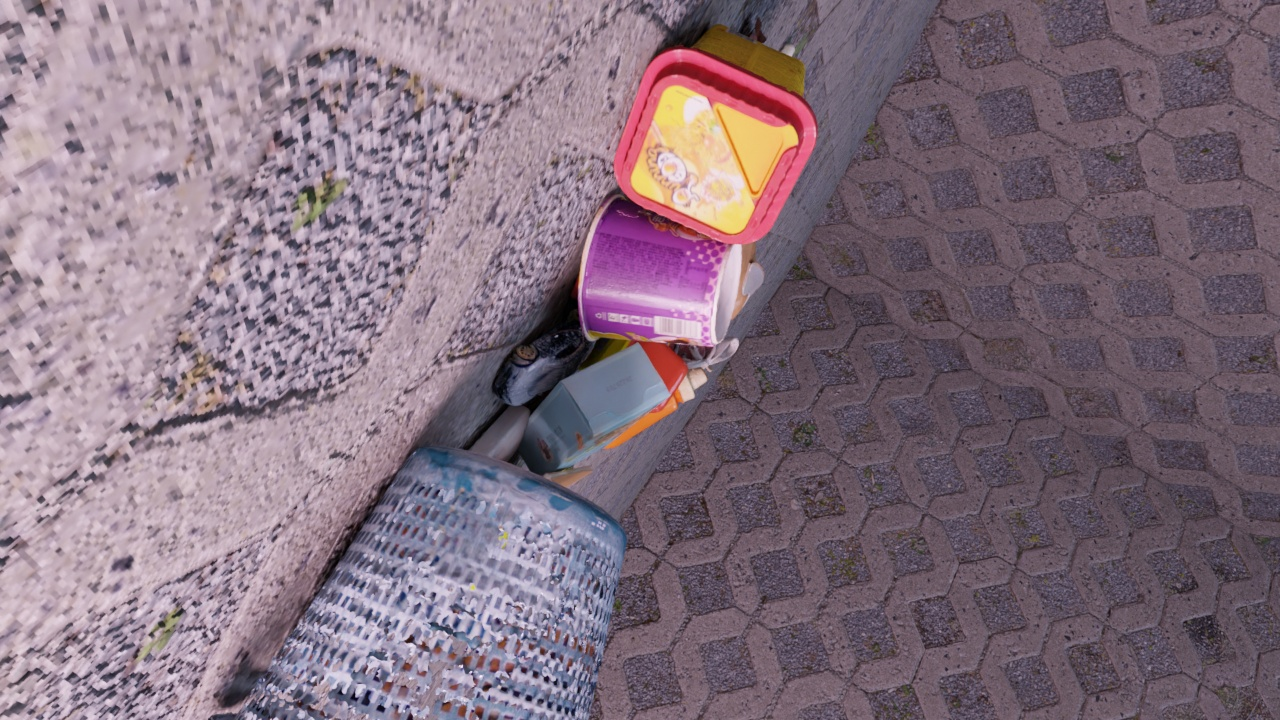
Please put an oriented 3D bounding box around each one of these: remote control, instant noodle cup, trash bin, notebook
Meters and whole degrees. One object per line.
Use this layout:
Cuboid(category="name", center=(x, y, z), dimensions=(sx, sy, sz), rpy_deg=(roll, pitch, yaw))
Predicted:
Cuboid(category="remote control", center=(-0.135, 0.092, 0.705), dimensions=(0.149, 0.021, 0.058), rpy_deg=(-50, 169, -45))
Cuboid(category="instant noodle cup", center=(0.018, -0.060, 0.673), dimensions=(0.111, 0.099, 0.111), rpy_deg=(12, 89, -77))
Cuboid(category="trash bin", center=(-0.109, 0.168, 0.563), dimensions=(0.227, 0.226, 0.194), rpy_deg=(101, 10, -70))
Cuboid(category="instant noodle cup", center=(0.057, -0.161, 0.624), dimensions=(0.123, 0.116, 0.116), rpy_deg=(-67, -179, -48))
Cuboid(category="notebook", center=(-0.120, 0.135, 0.801), dimensions=(0.148, 0.008, 0.207), rpy_deg=(-32, 173, 3))

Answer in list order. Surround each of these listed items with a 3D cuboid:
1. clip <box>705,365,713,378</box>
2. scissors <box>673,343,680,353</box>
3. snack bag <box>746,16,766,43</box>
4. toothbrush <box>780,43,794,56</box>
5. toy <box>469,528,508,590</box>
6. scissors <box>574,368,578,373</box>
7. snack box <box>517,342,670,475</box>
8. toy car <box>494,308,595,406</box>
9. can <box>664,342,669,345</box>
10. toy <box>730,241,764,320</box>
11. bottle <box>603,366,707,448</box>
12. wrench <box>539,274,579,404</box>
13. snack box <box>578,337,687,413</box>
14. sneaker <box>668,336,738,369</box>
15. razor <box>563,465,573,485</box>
Cuboid(category="clip", center=(0.045, -0.021, 1.170), dimensions=(0.035, 0.102, 0.095), rpy_deg=(-23, 119, -74))
Cuboid(category="scissors", center=(0.029, -0.081, 1.044), dimensions=(0.014, 0.132, 0.175), rpy_deg=(164, -81, -66))
Cuboid(category="snack bag", center=(0.075, -0.226, 0.752), dimensions=(0.105, 0.026, 0.045), rpy_deg=(-59, 163, 5))
Cuboid(category="toothbrush", center=(0.103, -0.240, 0.910), dimensions=(0.189, 0.020, 0.029), rpy_deg=(-58, 179, -10))
Cuboid(category="toy", center=(-0.163, 0.207, 0.953), dimensions=(0.100, 0.031, 0.097), rpy_deg=(-62, 173, -6))
Cuboid(category="scissors", center=(-0.045, -0.029, 0.822), dimensions=(0.135, 0.017, 0.108), rpy_deg=(-50, 163, -4))
Cuboid(category="snack box", center=(-0.046, 0.048, 0.752), dimensions=(0.074, 0.051, 0.175), rpy_deg=(-28, 172, -27))
Cuboid(category="toy car", center=(-0.068, 0.000, 0.698), dimensions=(0.105, 0.031, 0.049), rpy_deg=(-36, 158, -41))
Cuboid(category="can", center=(0.002, -0.026, 0.968), dimensions=(0.146, 0.058, 0.058), rpy_deg=(-60, 172, 14))
Cuboid(category="toy", center=(0.047, -0.112, 0.806), dimensions=(0.143, 0.082, 0.226), rpy_deg=(-62, 151, -18))
Cuboid(category="bottle", center=(0.006, 0.045, 1.033), dimensions=(0.149, 0.066, 0.067), rpy_deg=(-25, 169, -2))
Cuboid(category="wrench", center=(-0.066, 0.005, 0.796), dimensions=(0.056, 0.016, 0.274), rpy_deg=(-35, 159, -34))
Cuboid(category="snack box", center=(-0.005, 0.005, 0.879), dimensions=(0.082, 0.080, 0.091), rpy_deg=(-56, -166, -9))
Cuboid(category="sneaker", center=(0.046, -0.011, 1.101), dimensions=(0.118, 0.088, 0.241), rpy_deg=(14, 106, -56))
Cuboid(category="razor", center=(-0.085, 0.107, 1.057), dimensions=(0.133, 0.028, 0.043), rpy_deg=(112, -11, -67))
